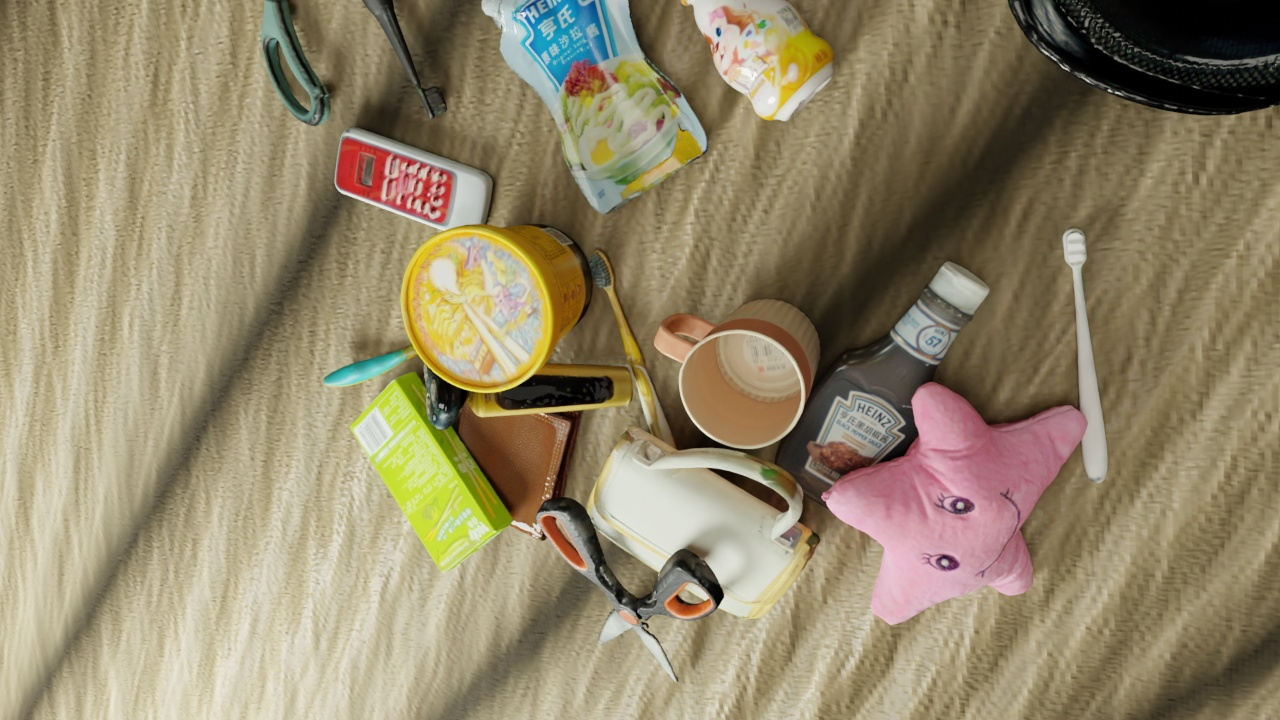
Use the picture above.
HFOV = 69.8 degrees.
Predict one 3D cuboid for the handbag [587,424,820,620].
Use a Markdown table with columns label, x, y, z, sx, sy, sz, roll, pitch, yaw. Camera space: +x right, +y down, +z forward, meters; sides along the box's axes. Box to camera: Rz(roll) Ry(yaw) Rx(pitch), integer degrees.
| label | x | y | z | sx | sy | sz | roll | pitch | yaw |
| --- | --- | --- | --- | --- | --- | --- | --- | --- | --- |
| handbag | 0.045 | 0.111 | 0.668 | 0.163 | 0.063 | 0.179 | 30 | 149 | 8 |

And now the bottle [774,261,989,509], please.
| label | x | y | z | sx | sy | sz | roll | pitch | yaw |
| --- | --- | --- | --- | --- | --- | --- | --- | --- | --- |
| bottle | 0.174 | 0.019 | 0.654 | 0.080 | 0.044 | 0.195 | 31 | 113 | -1 |

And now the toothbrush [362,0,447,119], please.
| label | x | y | z | sx | sy | sz | roll | pitch | yaw |
| --- | --- | --- | --- | --- | --- | --- | --- | --- | --- |
| toothbrush | -0.203 | -0.285 | 0.699 | 0.027 | 0.026 | 0.212 | -27 | 98 | -8 |

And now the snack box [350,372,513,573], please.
| label | x | y | z | sx | sy | sz | roll | pitch | yaw |
| --- | --- | --- | --- | --- | --- | --- | --- | --- | --- |
| snack box | -0.182 | 0.097 | 0.787 | 0.086 | 0.026 | 0.156 | -41 | 80 | 34 |

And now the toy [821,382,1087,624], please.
| label | x | y | z | sx | sy | sz | roll | pitch | yaw |
| --- | --- | --- | --- | --- | --- | --- | --- | --- | --- |
| toy | 0.207 | 0.108 | 0.641 | 0.178 | 0.074 | 0.195 | 6 | 114 | -9 |

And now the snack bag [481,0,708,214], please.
| label | x | y | z | sx | sy | sz | roll | pitch | yaw |
| --- | --- | --- | --- | --- | --- | --- | --- | --- | --- |
| snack bag | -0.036 | -0.210 | 0.659 | 0.111 | 0.038 | 0.191 | -26 | 96 | 35 |

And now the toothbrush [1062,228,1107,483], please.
| label | x | y | z | sx | sy | sz | roll | pitch | yaw |
| --- | --- | --- | --- | --- | --- | --- | --- | --- | --- |
| toothbrush | 0.301 | 0.000 | 0.619 | 0.016 | 0.016 | 0.180 | -6 | 104 | 23 |

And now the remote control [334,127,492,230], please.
| label | x | y | z | sx | sy | sz | roll | pitch | yaw |
| --- | --- | --- | --- | --- | --- | --- | --- | --- | --- |
| remote control | -0.184 | -0.143 | 0.738 | 0.136 | 0.020 | 0.056 | 21 | 111 | 12 |

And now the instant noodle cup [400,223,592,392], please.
| label | x | y | z | sx | sy | sz | roll | pitch | yaw |
| --- | --- | --- | --- | --- | --- | --- | --- | --- | --- |
| instant noodle cup | -0.098 | -0.049 | 0.686 | 0.118 | 0.114 | 0.118 | 6 | 108 | 17 |

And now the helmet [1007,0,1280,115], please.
| label | x | y | z | sx | sy | sz | roll | pitch | yaw |
| --- | --- | --- | --- | --- | --- | --- | --- | --- | --- |
| helmet | 0.312 | -0.244 | 0.426 | 0.276 | 0.229 | 0.233 | -36 | 84 | 34 |

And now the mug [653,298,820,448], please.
| label | x | y | z | sx | sy | sz | roll | pitch | yaw |
| --- | --- | --- | --- | --- | --- | --- | --- | --- | --- |
| mug | 0.068 | -0.001 | 0.649 | 0.114 | 0.105 | 0.082 | 25 | 112 | 10 |

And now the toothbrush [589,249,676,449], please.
| label | x | y | z | sx | sy | sz | roll | pitch | yaw |
| --- | --- | --- | --- | --- | --- | --- | --- | --- | --- |
| toothbrush | -0.004 | 0.004 | 0.723 | 0.016 | 0.018 | 0.191 | -15 | 101 | 24 |

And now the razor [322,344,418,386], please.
| label | x | y | z | sx | sy | sz | roll | pitch | yaw |
| --- | --- | --- | --- | --- | --- | --- | --- | --- | --- |
| razor | -0.218 | -0.003 | 0.788 | 0.133 | 0.028 | 0.043 | -22 | 75 | 20 |

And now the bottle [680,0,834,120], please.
| label | x | y | z | sx | sy | sz | roll | pitch | yaw |
| --- | --- | --- | --- | --- | --- | --- | --- | --- | --- |
| bottle | 0.075 | -0.212 | 0.605 | 0.108 | 0.063 | 0.063 | 47 | 115 | 1 |

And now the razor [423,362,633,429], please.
| label | x | y | z | sx | sy | sz | roll | pitch | yaw |
| --- | --- | --- | --- | --- | --- | --- | --- | --- | --- |
| razor | -0.089 | 0.023 | 0.716 | 0.167 | 0.067 | 0.062 | -1 | 95 | 4 |

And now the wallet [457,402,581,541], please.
| label | x | y | z | sx | sy | sz | roll | pitch | yaw |
| --- | --- | --- | --- | --- | --- | --- | --- | --- | --- |
| wallet | -0.110 | 0.082 | 0.778 | 0.101 | 0.032 | 0.125 | 20 | 111 | 15 |

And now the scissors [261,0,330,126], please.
| label | x | y | z | sx | sy | sz | roll | pitch | yaw |
| --- | --- | --- | --- | --- | --- | --- | --- | --- | --- |
| scissors | -0.256 | -0.270 | 0.709 | 0.172 | 0.019 | 0.170 | 3 | 111 | 33 |

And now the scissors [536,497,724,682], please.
| label | x | y | z | sx | sy | sz | roll | pitch | yaw |
| --- | --- | --- | --- | --- | --- | --- | --- | --- | --- |
| scissors | -0.009 | 0.182 | 0.724 | 0.228 | 0.021 | 0.222 | 46 | 144 | -12 |
